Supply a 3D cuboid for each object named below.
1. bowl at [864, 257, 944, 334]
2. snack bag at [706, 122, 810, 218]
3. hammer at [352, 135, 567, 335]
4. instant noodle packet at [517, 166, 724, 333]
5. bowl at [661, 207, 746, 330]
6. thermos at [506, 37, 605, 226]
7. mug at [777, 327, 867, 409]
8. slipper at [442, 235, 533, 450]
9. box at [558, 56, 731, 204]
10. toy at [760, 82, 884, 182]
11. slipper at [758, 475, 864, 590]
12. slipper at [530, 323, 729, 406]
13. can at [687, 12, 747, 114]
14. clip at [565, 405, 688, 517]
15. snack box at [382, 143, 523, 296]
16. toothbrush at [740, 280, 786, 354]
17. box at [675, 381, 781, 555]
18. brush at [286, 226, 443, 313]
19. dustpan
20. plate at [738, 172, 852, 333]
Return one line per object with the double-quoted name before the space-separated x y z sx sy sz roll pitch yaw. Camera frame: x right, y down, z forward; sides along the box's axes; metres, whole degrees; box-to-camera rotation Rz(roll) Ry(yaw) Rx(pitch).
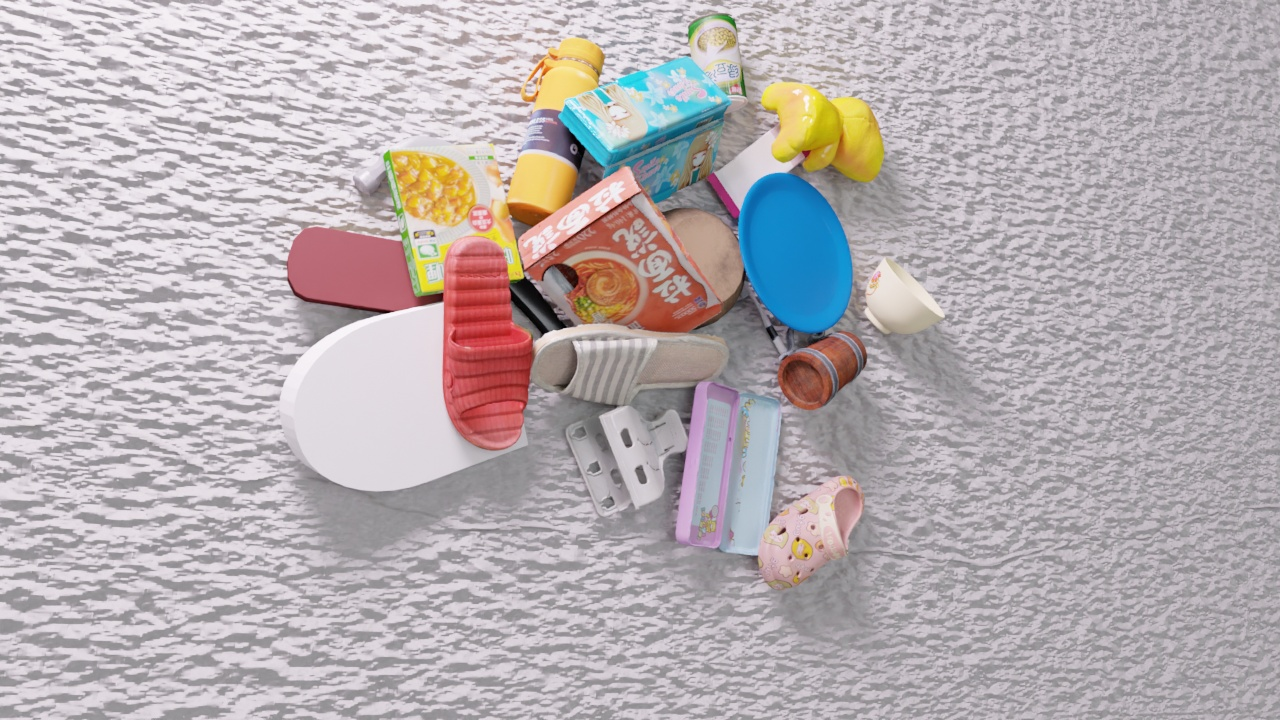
"bowl" 0.362 -0.079 1.305 0.118 0.117 0.074 38 113 -15
"snack bag" 0.176 -0.278 1.285 0.196 0.016 0.070 -41 101 -24
"hammer" -0.189 -0.133 1.112 0.126 0.029 0.323 -45 103 -21
"instant noodle packet" -0.018 -0.096 1.108 0.164 0.084 0.221 -33 125 9
"bowl" 0.067 -0.123 1.193 0.162 0.070 0.162 3 83 -23
"thermos" -0.107 -0.286 1.132 0.091 0.076 0.232 25 74 -41
"mug" 0.238 -0.004 1.245 0.110 0.082 0.117 -28 71 -41
"slipper" -0.170 -0.017 1.034 0.103 0.059 0.249 -11 100 -35
"box" 0.021 -0.279 1.144 0.226 0.087 0.168 -32 111 -37
"toy" 0.264 -0.330 1.278 0.193 0.088 0.134 7 68 -35
"slipper" 0.241 0.227 1.215 0.196 0.082 0.093 -38 112 -25
"slipper" -0.007 0.007 1.130 0.272 0.115 0.054 1 47 -30
"can" 0.104 -0.398 1.242 0.067 0.067 0.121 -6 86 -23
"clip" -0.002 0.112 1.135 0.151 0.105 0.126 -22 95 -13
"snack box" -0.214 -0.166 1.062 0.131 0.027 0.168 -12 88 -35
"toothbrush" 0.184 -0.029 1.264 0.017 0.012 0.187 -33 97 -9
"box" 0.117 0.143 1.200 0.151 0.041 0.214 15 79 -34
"brush" -0.311 -0.098 1.046 0.173 0.042 0.082 8 81 -22
"dustpan" -0.269 0.042 1.039 0.257 0.053 0.191 -18 105 -33
"plate" 0.208 -0.144 1.247 0.224 0.024 0.224 11 73 -37
